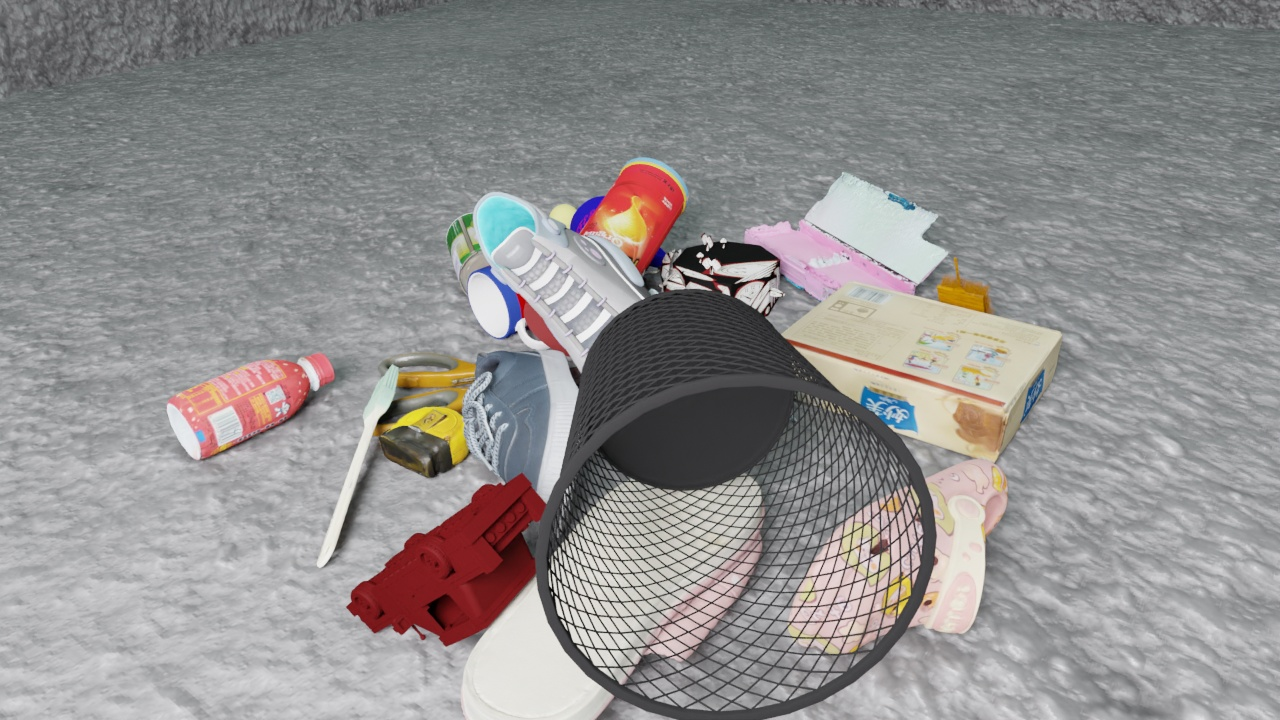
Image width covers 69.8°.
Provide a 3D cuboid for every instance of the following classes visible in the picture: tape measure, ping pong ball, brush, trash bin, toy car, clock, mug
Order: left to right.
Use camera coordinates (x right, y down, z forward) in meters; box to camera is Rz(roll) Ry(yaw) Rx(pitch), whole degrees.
[{"bbox_3d":[-0.226,0.079,0.737,0.012,0.033,0.217,33,31,-22],"label":"brush"},{"bbox_3d":[-0.175,0.064,0.765,0.066,0.037,0.064,20,38,34],"label":"tape measure"},{"bbox_3d":[-0.115,0.131,0.566,0.170,0.062,0.070,-36,6,44],"label":"toy car"},{"bbox_3d":[-0.116,-0.058,0.948,0.076,0.075,0.112,-27,64,-35],"label":"mug"},{"bbox_3d":[-0.097,-0.180,1.178,0.040,0.040,0.040,-3,30,1],"label":"ping pong ball"},{"bbox_3d":[-0.020,-0.135,1.067,0.111,0.079,0.083,16,22,-26],"label":"mug"},{"bbox_3d":[0.037,0.056,0.517,0.184,0.184,0.210,-5,21,-2],"label":"trash bin"},{"bbox_3d":[0.072,-0.092,0.982,0.155,0.065,0.114,-2,30,1],"label":"clock"},{"bbox_3d":[0.300,-0.058,0.848,0.048,0.126,0.017,19,67,33],"label":"brush"}]

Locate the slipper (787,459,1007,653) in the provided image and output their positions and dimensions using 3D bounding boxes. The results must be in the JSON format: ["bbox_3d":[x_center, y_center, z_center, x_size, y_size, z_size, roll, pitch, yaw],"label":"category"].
[{"bbox_3d":[0.181,0.128,0.573,0.196,0.093,0.081,-23,46,-32],"label":"slipper"}]

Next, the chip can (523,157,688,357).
[{"bbox_3d":[-0.030,-0.107,0.929,0.087,0.087,0.212,13,54,26],"label":"chip can"}]

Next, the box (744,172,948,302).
[{"bbox_3d":[0.234,-0.124,1.028,0.160,0.062,0.230,-32,35,-8],"label":"box"}]

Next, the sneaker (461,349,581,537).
[{"bbox_3d":[-0.097,0.052,0.722,0.087,0.089,0.235,5,22,-13],"label":"sneaker"}]

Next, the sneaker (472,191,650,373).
[{"bbox_3d":[-0.040,-0.030,0.715,0.093,0.160,0.256,-42,54,10],"label":"sneaker"}]

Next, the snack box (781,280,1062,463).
[{"bbox_3d":[0.242,0.002,0.812,0.208,0.055,0.152,19,36,33],"label":"snack box"}]

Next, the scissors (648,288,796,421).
[{"bbox_3d":[0.069,-0.004,0.793,0.171,0.173,0.021,39,86,6],"label":"scissors"}]

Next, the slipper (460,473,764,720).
[{"bbox_3d":[-0.007,0.149,0.584,0.114,0.054,0.273,16,32,30],"label":"slipper"}]

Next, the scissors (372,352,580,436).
[{"bbox_3d":[-0.148,0.028,0.846,0.225,0.016,0.175,2,31,9],"label":"scissors"}]

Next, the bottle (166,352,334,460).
[{"bbox_3d":[-0.339,0.033,0.814,0.062,0.062,0.137,23,38,38],"label":"bottle"}]

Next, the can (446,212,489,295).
[{"bbox_3d":[-0.183,-0.120,1.055,0.067,0.067,0.121,-11,31,-13],"label":"can"}]
